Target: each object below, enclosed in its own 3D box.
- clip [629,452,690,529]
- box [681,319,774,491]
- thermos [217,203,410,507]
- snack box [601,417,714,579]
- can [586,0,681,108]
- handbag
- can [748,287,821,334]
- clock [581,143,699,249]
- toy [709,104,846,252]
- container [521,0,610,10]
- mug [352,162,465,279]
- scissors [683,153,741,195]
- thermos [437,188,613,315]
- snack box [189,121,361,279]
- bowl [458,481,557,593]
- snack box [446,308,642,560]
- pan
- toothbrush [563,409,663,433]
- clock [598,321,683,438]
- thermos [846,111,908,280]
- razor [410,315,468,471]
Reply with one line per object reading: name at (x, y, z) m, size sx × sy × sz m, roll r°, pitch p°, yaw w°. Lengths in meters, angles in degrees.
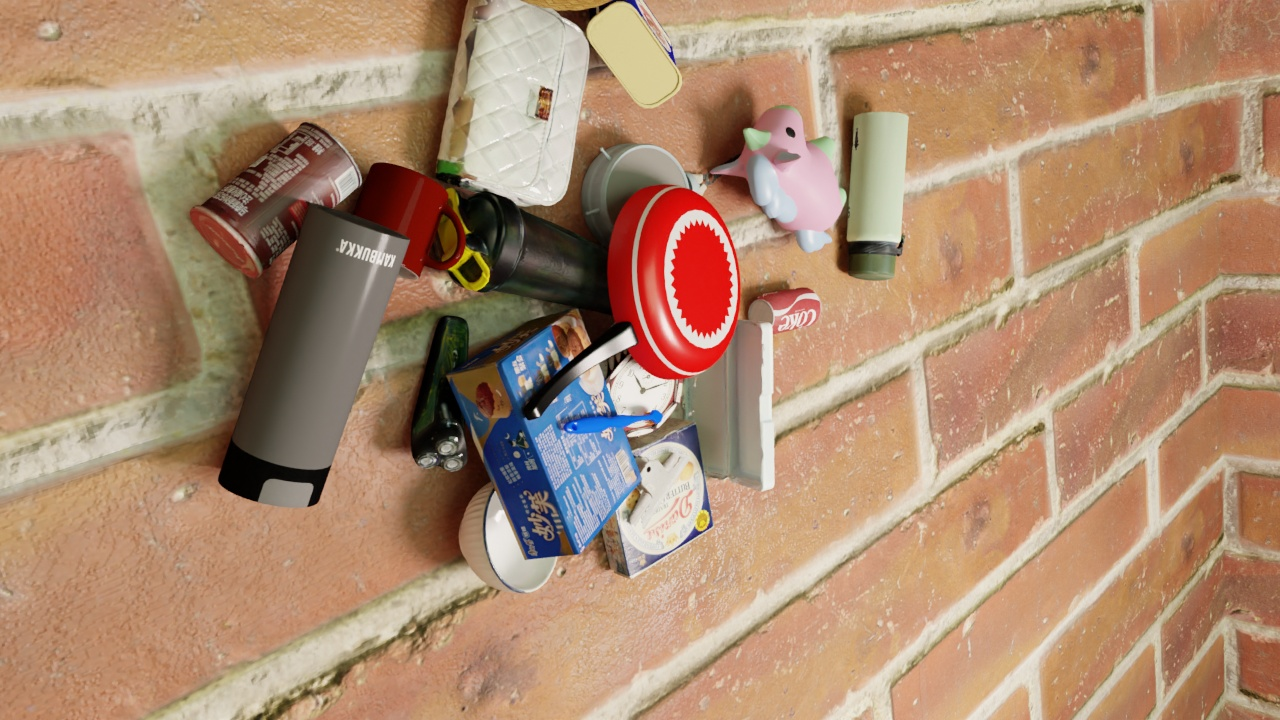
clip at (0.018, 0.134, 1.029) m, size 0.101 × 0.050 × 0.058 m, roll -55°, pitch 136°, yaw -23°
box at (0.105, 0.048, 1.090) m, size 0.040 × 0.135 × 0.197 m, roll -7°, pitch 99°, yaw -38°
thermos at (-0.268, 0.000, 0.752) m, size 0.082 × 0.082 × 0.240 m, roll 15°, pitch 99°, yaw -41°
snack box at (0.015, 0.159, 1.085) m, size 0.144 × 0.043 × 0.145 m, roll -23°, pitch 109°, yaw -37°
can at (-0.008, -0.340, 0.974) m, size 0.116 × 0.057 × 0.092 m, roll 46°, pitch 24°, yaw -34°
handbag at (-0.121, -0.254, 0.900) m, size 0.138 × 0.073 × 0.195 m, roll 11°, pitch 87°, yaw -41°
can at (0.190, -0.065, 1.208) m, size 0.096 × 0.054 × 0.054 m, roll -13°, pitch 103°, yaw -40°
clock at (0.007, -0.178, 1.031) m, size 0.159 × 0.045 × 0.122 m, roll 13°, pitch 89°, yaw -34°
toy at (0.191, -0.217, 1.159) m, size 0.170 × 0.120 × 0.222 m, roll -52°, pitch 129°, yaw -41°
container at (-0.070, -0.469, 0.809) m, size 0.306 × 0.197 × 0.306 m, roll 13°, pitch 68°, yaw -36°
mug at (-0.205, -0.120, 0.824) m, size 0.073 × 0.106 × 0.082 m, roll 70°, pitch 37°, yaw -78°
scissors at (0.079, -0.209, 1.124) m, size 0.170 × 0.013 × 0.121 m, roll -5°, pitch 98°, yaw -43°
thermos at (-0.102, -0.100, 0.923) m, size 0.220 × 0.098 × 0.098 m, roll 15°, pitch 85°, yaw -46°
snack box at (-0.299, -0.134, 0.758) m, size 0.121 × 0.072 × 0.072 m, roll -51°, pitch 124°, yaw -26°
bowl at (-0.141, 0.176, 0.924) m, size 0.118 × 0.062 × 0.118 m, roll 30°, pitch 53°, yaw -52°
snack box at (-0.089, 0.071, 0.919) m, size 0.154 × 0.069 × 0.203 m, roll -43°, pitch 117°, yaw -56°
pan at (0.004, -0.045, 0.932) m, size 0.354 × 0.067 × 0.209 m, roll -48°, pitch 125°, yaw -44°
toothbrush at (-0.026, 0.064, 0.946) m, size 0.182 × 0.018 × 0.016 m, roll -2°, pitch 74°, yaw -58°
clock at (-0.006, 0.006, 1.032) m, size 0.114 × 0.065 × 0.155 m, roll 18°, pitch 98°, yaw -41°
thermos at (0.338, -0.229, 1.303) m, size 0.082 × 0.082 × 0.231 m, roll 0°, pitch 94°, yaw -41°
razor at (-0.184, 0.030, 0.882) m, size 0.054 × 0.067 × 0.151 m, roll 12°, pitch 79°, yaw -29°
